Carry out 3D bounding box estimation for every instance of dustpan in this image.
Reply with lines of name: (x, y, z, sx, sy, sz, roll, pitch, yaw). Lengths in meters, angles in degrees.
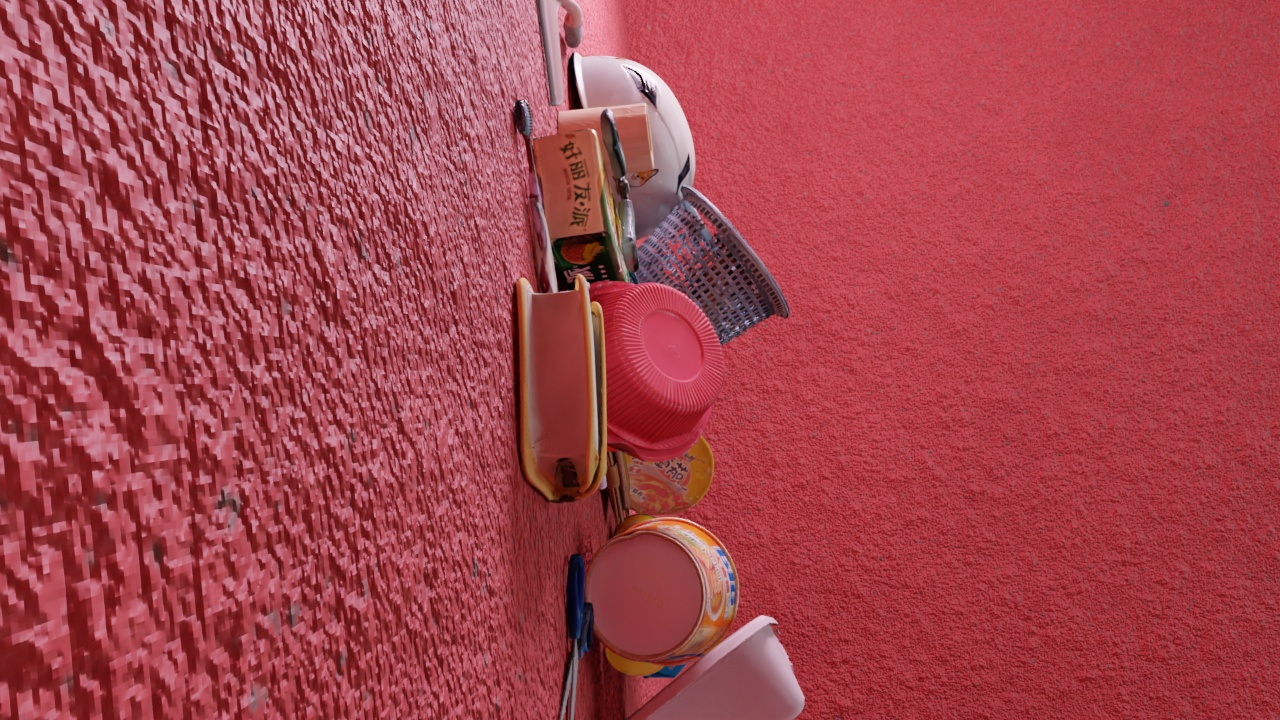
dustpan: (0.055, 0.333, 0.968, 0.139, 0.222, 0.273, 52, -7, -8)

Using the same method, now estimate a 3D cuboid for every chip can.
chip can: (-0.002, 0.265, 1.065, 0.213, 0.072, 0.072, -89, 172, -67)

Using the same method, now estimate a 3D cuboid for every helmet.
helmet: (-0.003, -0.303, 1.300, 0.229, 0.157, 0.274, -87, 170, -68)

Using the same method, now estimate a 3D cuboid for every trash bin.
trash bin: (0.055, -0.088, 1.235, 0.226, 0.195, 0.226, 51, 0, 0)

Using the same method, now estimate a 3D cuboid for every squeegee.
squeegee: (-0.089, -0.415, 1.110, 0.249, 0.040, 0.247, -68, 151, -83)

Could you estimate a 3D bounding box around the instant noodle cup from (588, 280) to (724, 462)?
instant noodle cup: (0.013, -0.002, 0.881, 0.066, 0.193, 0.193, -31, -125, 45)

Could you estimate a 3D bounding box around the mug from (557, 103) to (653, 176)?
mug: (-0.039, -0.264, 1.107, 0.124, 0.103, 0.084, -78, 162, -75)

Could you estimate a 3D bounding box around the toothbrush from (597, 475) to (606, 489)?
toothbrush: (-0.052, 0.059, 1.011, 0.029, 0.021, 0.189, -79, 165, -66)

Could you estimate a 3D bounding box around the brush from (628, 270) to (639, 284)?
brush: (-0.030, -0.064, 1.141, 0.055, 0.073, 0.143, 91, -6, -78)

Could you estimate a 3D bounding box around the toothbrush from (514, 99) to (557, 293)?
toothbrush: (-0.091, -0.132, 0.798, 0.017, 0.016, 0.187, -44, 128, -75)

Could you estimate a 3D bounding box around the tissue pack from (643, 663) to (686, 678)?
tissue pack: (0.042, 0.315, 1.113, 0.140, 0.063, 0.089, -59, -169, 35)

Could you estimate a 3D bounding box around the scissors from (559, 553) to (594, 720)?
scissors: (-0.055, 0.236, 0.768, 0.165, 0.012, 0.157, 30, 56, -84)

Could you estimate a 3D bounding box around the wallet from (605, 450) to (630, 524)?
wallet: (-0.031, 0.120, 1.119, 0.119, 0.035, 0.131, -86, 167, -69)

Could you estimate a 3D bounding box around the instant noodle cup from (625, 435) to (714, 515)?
instant noodle cup: (0.024, 0.130, 1.274, 0.109, 0.138, 0.138, -112, -167, -71)

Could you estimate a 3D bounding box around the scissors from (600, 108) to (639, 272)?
scissors: (-0.022, -0.187, 0.961, 0.180, 0.019, 0.170, 76, 7, -48)

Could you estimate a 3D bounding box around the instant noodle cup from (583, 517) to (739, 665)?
instant noodle cup: (0.015, 0.227, 0.898, 0.111, 0.151, 0.151, 41, 42, -72)

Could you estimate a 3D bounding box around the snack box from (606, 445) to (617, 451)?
snack box: (-0.034, 0.045, 0.932, 0.080, 0.082, 0.091, 106, -17, -63)

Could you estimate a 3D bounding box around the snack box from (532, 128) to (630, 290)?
snack box: (-0.054, -0.131, 0.954, 0.240, 0.063, 0.114, 72, 10, -73)

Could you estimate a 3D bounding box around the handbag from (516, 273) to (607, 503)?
handbag: (-0.057, 0.032, 0.754, 0.179, 0.063, 0.163, 83, 4, -70)
